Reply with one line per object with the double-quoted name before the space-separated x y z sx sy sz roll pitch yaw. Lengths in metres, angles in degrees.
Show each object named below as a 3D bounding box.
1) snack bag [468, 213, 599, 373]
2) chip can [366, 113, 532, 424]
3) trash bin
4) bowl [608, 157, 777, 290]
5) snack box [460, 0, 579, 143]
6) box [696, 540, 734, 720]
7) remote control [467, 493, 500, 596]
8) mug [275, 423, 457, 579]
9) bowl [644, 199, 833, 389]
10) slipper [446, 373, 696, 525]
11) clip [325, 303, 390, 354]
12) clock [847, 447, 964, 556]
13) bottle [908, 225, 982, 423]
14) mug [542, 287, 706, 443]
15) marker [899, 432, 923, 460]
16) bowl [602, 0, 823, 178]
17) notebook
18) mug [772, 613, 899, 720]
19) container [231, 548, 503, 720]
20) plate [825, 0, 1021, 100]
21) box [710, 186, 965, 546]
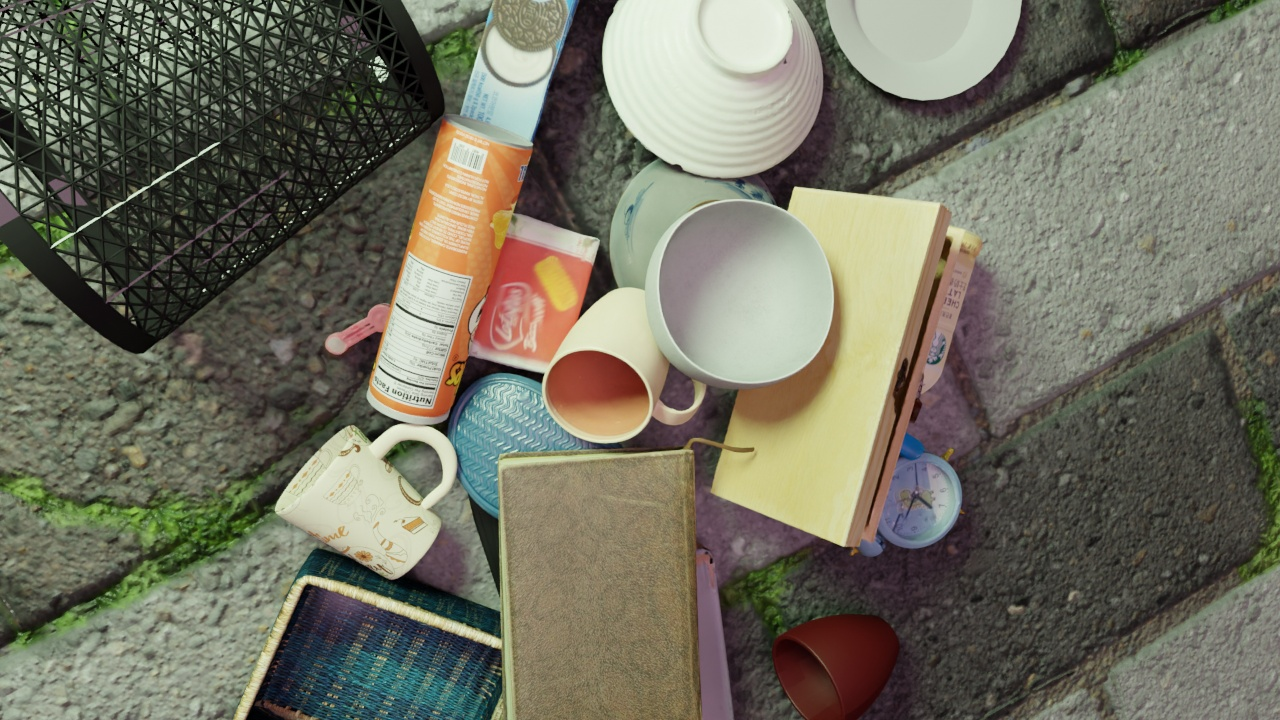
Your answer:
"snack bag" -0.082 -0.050 0.702 0.077 0.036 0.116 15 93 -14
"chip can" -0.137 -0.061 0.648 0.062 0.062 0.211 16 109 -13
"trash bin" -0.271 -0.162 0.571 0.243 0.217 0.217 -36 102 -13
"bowl" 0.052 -0.091 0.715 0.150 0.057 0.151 -1 96 -12
"snack box" -0.074 -0.266 0.669 0.059 0.059 0.226 18 93 -10
"box" -0.005 0.263 0.758 0.153 0.058 0.216 -9 98 -12
"remote control" -0.112 0.127 0.729 0.039 0.010 0.125 -12 99 -10
"mug" -0.188 0.096 0.676 0.122 0.081 0.097 -43 110 4
"bowl" 0.065 -0.044 0.654 0.131 0.064 0.131 2 83 -14
"slipper" -0.055 0.095 0.710 0.213 0.059 0.103 35 84 -8
"clip" -0.209 -0.024 0.690 0.059 0.038 0.022 -29 105 -9
"clock" 0.211 0.117 0.774 0.124 0.052 0.089 -14 101 -10
"bottle" 0.231 -0.030 0.759 0.056 0.056 0.162 16 93 -13
"mug" -0.004 0.004 0.680 0.111 0.104 0.085 26 128 -2
"marker" 0.176 0.043 0.753 0.123 0.015 0.018 34 77 14
"bowl" 0.065 -0.230 0.674 0.177 0.071 0.177 2 82 -13
"notebook" -0.009 0.167 0.674 0.190 0.034 0.215 -3 93 -12
"mug" 0.172 0.262 0.777 0.088 0.087 0.114 -21 129 -27
"container" -0.191 0.243 0.694 0.187 0.071 0.145 24 91 -14
"plate" 0.227 -0.300 0.747 0.172 0.019 0.173 -1 97 -12
"box" 0.144 0.001 0.695 0.140 0.122 0.249 17 92 14
